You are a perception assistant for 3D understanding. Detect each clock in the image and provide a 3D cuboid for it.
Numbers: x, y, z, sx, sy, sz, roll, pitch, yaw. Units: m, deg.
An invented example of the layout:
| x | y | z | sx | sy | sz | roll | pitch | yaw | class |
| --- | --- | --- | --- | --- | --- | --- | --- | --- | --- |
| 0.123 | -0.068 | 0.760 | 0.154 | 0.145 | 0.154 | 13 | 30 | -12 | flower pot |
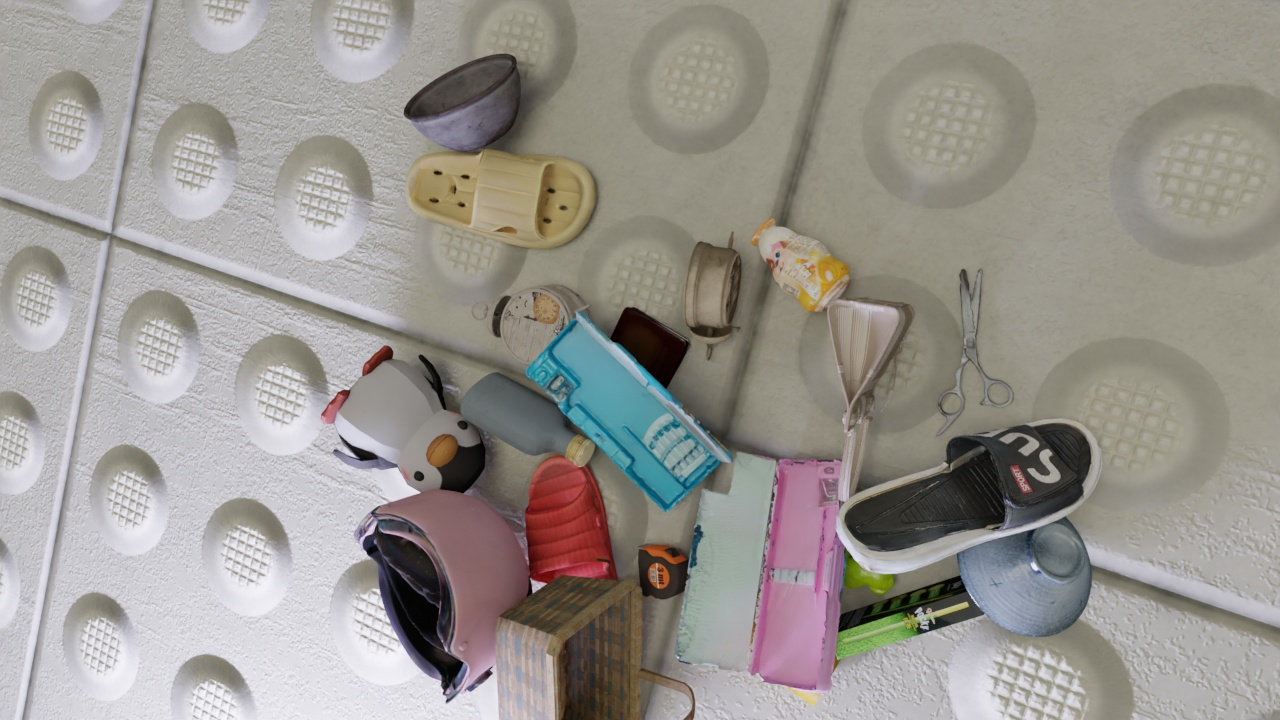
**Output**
| x | y | z | sx | sy | sz | roll | pitch | yaw | class |
| --- | --- | --- | --- | --- | --- | --- | --- | --- | --- |
| -0.135 | -0.044 | 1.085 | 0.157 | 0.061 | 0.103 | 15 | 97 | 19 | clock |
| 0.081 | -0.062 | 0.990 | 0.055 | 0.092 | 0.141 | 9 | 120 | 15 | clock |

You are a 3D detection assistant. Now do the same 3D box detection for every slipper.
| x | y | z | sx | sy | sz | roll | pitch | yaw | class |
| --- | --- | --- | --- | --- | --- | --- | --- | --- | --- |
| -0.183 | -0.198 | 1.094 | 0.262 | 0.079 | 0.111 | 11 | 99 | 22 | slipper |
| 0.306 | 0.112 | 0.841 | 0.264 | 0.063 | 0.111 | -21 | 40 | -4 | slipper |
| -0.082 | 0.234 | 1.072 | 0.104 | 0.059 | 0.248 | -15 | 87 | 22 | slipper |

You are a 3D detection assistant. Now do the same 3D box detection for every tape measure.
| x | y | z | sx | sy | sz | roll | pitch | yaw | class |
| --- | --- | --- | --- | --- | --- | --- | --- | --- | --- |
| 0.029 | 0.238 | 1.040 | 0.059 | 0.038 | 0.058 | -7 | 88 | 36 | tape measure |

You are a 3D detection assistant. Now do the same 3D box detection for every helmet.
| x | y | z | sx | sy | sz | roll | pitch | yaw | class |
| --- | --- | --- | --- | --- | --- | --- | --- | --- | --- |
| -0.219 | 0.255 | 1.064 | 0.230 | 0.152 | 0.256 | 46 | 139 | 25 | helmet |

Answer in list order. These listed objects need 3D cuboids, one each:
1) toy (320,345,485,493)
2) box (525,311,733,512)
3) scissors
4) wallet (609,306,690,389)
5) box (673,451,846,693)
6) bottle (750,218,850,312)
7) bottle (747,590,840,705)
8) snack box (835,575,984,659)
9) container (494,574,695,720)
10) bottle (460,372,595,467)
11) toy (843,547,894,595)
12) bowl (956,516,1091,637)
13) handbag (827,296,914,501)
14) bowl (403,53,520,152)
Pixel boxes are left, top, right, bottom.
| x | y | z | sx | sy | sz | roll | pitch | yaw | class |
| --- | --- | --- | --- | --- | --- | --- | --- | --- | --- |
| -0.272 | 0.094 | 1.127 | 0.184 | 0.140 | 0.158 | 36 | 73 | 8 | toy |
| -0.003 | 0.043 | 0.999 | 0.227 | 0.085 | 0.171 | 45 | 139 | 1 | box |
| 0.321 | -0.007 | 0.925 | 0.118 | 0.014 | 0.161 | -28 | 84 | 20 | scissors |
| -0.006 | 0.006 | 1.059 | 0.091 | 0.018 | 0.116 | 32 | 105 | 18 | wallet |
| 0.132 | 0.211 | 0.944 | 0.161 | 0.063 | 0.230 | 4 | 70 | 20 | box |
| 0.165 | -0.102 | 0.959 | 0.109 | 0.063 | 0.063 | 45 | 106 | 14 | bottle |
| 0.130 | 0.291 | 0.980 | 0.164 | 0.071 | 0.071 | 30 | 102 | 19 | bottle |
| 0.267 | 0.254 | 0.917 | 0.148 | 0.080 | 0.025 | -25 | 82 | 21 | snack box |
| -0.045 | 0.369 | 0.983 | 0.187 | 0.157 | 0.250 | 14 | 114 | 33 | container |
| -0.128 | 0.074 | 1.080 | 0.161 | 0.072 | 0.046 | 27 | 134 | 20 | bottle |
| 0.246 | 0.196 | 0.950 | 0.094 | 0.036 | 0.093 | 4 | 98 | 29 | toy |
| 0.369 | 0.182 | 0.847 | 0.137 | 0.057 | 0.137 | 4 | 67 | -9 | bowl |
| 0.212 | 0.040 | 0.887 | 0.062 | 0.175 | 0.198 | 10 | 98 | 20 | handbag |
| -0.198 | -0.295 | 1.082 | 0.145 | 0.144 | 0.067 | -10 | 128 | 22 | bowl |
